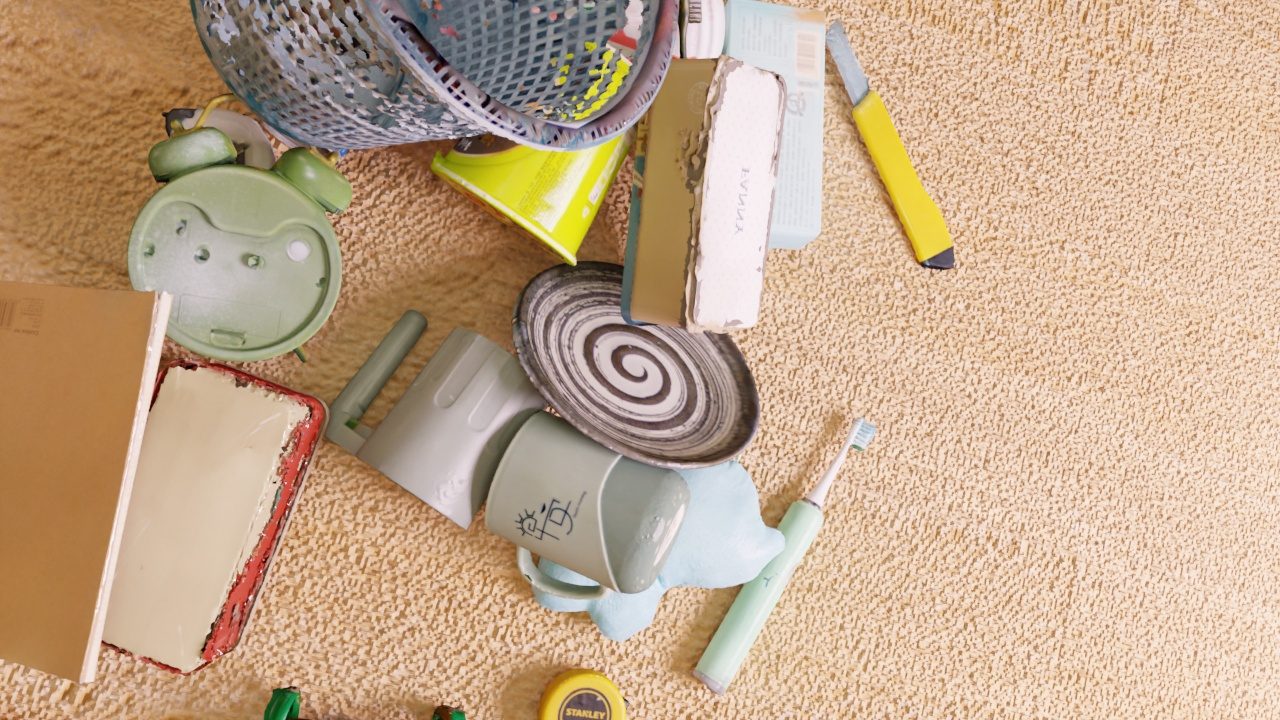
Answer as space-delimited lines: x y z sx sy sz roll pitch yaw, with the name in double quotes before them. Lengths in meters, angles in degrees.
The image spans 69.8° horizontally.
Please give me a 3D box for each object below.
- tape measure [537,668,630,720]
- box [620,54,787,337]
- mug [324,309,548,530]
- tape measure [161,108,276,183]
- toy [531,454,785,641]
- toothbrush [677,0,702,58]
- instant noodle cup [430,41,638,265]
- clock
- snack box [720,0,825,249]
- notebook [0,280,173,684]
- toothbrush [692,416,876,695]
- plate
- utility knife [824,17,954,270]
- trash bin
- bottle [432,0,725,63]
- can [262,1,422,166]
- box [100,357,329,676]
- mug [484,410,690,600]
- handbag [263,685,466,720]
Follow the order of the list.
"tape measure" -0.039 0.234 0.607 0.060 0.029 0.057 11 82 -12
"box" 0.040 -0.097 0.587 0.089 0.061 0.184 -3 104 -52
"mug" -0.132 0.033 0.587 0.124 0.084 0.103 30 75 16
"tape measure" -0.268 -0.127 0.589 0.066 0.034 0.065 -4 86 -14
"toy" 0.013 0.118 0.623 0.161 0.050 0.156 27 84 0
"toothbrush" 0.037 -0.160 0.641 0.017 0.012 0.186 -12 111 -23
"instant noodle cup" -0.055 -0.143 0.590 0.111 0.111 0.123 33 90 -8
"clock" -0.238 -0.078 0.554 0.116 0.056 0.161 9 105 -20
"snack box" 0.090 -0.171 0.672 0.074 0.052 0.174 4 83 -12
"notebook" -0.345 0.059 0.518 0.150 0.012 0.211 5 83 21
"toothbrush" 0.105 0.134 0.655 0.027 0.026 0.224 29 76 17
"plate" -0.004 0.004 0.603 0.179 0.024 0.179 21 40 -18
"utility knife" 0.193 -0.166 0.715 0.033 0.015 0.215 -26 93 -14
"trash bin" -0.122 -0.205 0.483 0.226 0.195 0.226 6 82 -49
"bottle" -0.043 -0.231 0.639 0.196 0.068 0.068 -7 85 -13
"can" -0.193 -0.200 0.605 0.053 0.053 0.134 26 78 -10
"box" -0.254 0.088 0.530 0.091 0.077 0.168 20 87 -2
"mug" -0.034 0.102 0.571 0.106 0.082 0.112 23 110 12
"handbag" -0.174 0.265 0.556 0.131 0.068 0.120 13 74 -11
